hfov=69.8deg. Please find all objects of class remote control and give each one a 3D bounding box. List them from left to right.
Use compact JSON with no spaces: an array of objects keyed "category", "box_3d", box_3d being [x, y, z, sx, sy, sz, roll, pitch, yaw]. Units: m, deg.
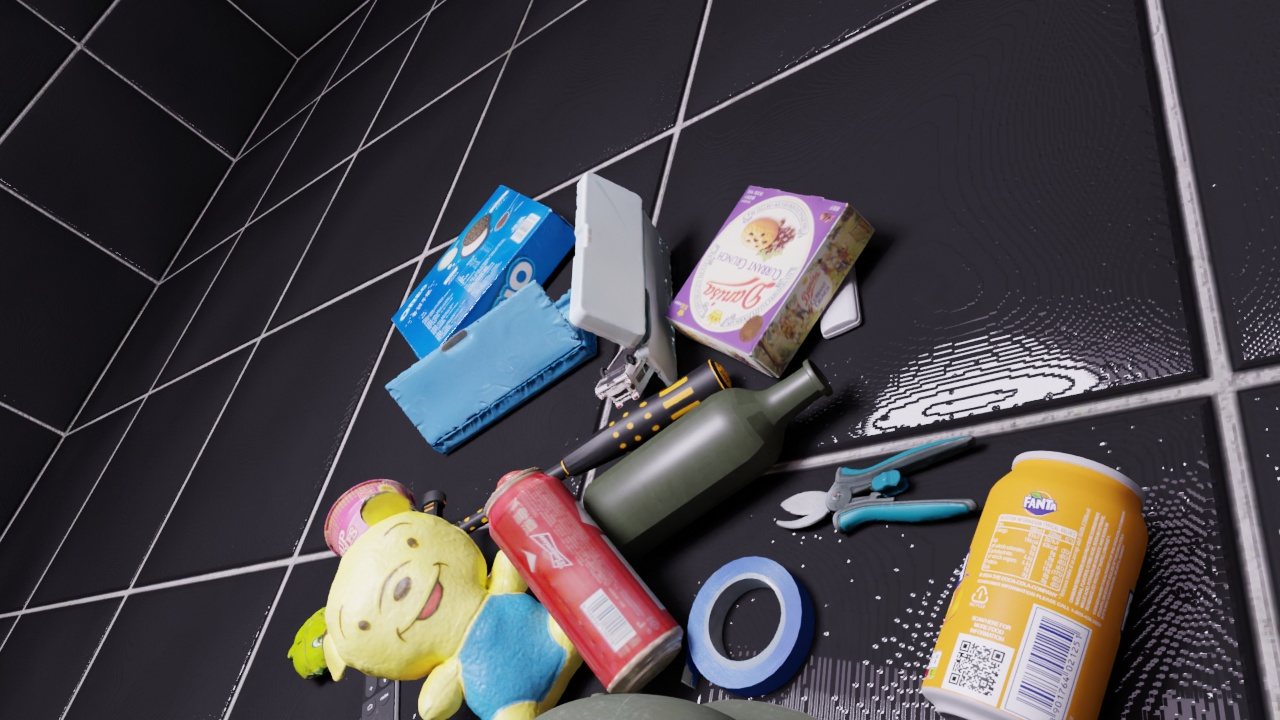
[{"category":"remote control","box_3d":[-0.245,0.306,0.865,0.045,0.008,0.146,-38,36,17]},{"category":"remote control","box_3d":[0.161,-0.074,0.763,0.033,0.012,0.130,-26,41,31]}]

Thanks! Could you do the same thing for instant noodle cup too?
[{"category":"instant noodle cup","box_3d":[-0.251,0.187,0.917,0.097,0.097,0.109,-52,42,-4]}]

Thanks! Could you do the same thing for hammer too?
[{"category":"hammer","box_3d":[-0.062,0.095,0.790,0.321,0.036,0.123,-31,40,11]}]

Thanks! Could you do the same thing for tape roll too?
[{"category":"tape roll","box_3d":[0.073,0.179,0.622,0.093,0.016,0.091,-15,48,40]}]

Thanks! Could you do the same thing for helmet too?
[{"category":"helmet","box_3d":[-0.014,0.279,0.506,0.269,0.154,0.226,-25,42,32]}]

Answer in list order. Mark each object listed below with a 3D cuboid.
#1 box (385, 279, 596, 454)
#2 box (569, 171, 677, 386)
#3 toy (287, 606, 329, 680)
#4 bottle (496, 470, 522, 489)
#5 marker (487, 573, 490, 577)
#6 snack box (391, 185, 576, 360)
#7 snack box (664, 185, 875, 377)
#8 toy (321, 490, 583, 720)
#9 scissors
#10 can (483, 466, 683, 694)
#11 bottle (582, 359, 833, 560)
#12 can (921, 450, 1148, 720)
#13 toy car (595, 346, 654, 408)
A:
[{"category":"box","box_3d":[-0.164,-0.003,0.980,0.232,0.102,0.094,-32,39,24]},{"category":"box","box_3d":[-0.008,-0.079,0.847,0.049,0.136,0.196,-30,39,29]},{"category":"toy","box_3d":[-0.336,0.293,0.958,0.094,0.036,0.093,-39,29,16]},{"category":"bottle","box_3d":[-0.105,0.149,0.826,0.044,0.044,0.109,-39,36,16]},{"category":"marker","box_3d":[-0.153,0.223,0.838,0.142,0.013,0.013,-53,35,-4]},{"category":"snack box","box_3d":[-0.200,-0.100,1.146,0.239,0.056,0.195,-52,32,-1]},{"category":"snack box","box_3d":[0.105,-0.072,0.783,0.148,0.040,0.143,-57,31,-2]},{"category":"toy","box_3d":[-0.147,0.207,0.713,0.214,0.084,0.148,24,61,11]},{"category":"scissors","box_3d":[0.160,0.086,0.611,0.153,0.019,0.128,-49,33,4]},{"category":"can","box_3d":[-0.043,0.157,0.665,0.067,0.067,0.170,-46,68,6]},{"category":"bottle","box_3d":[0.053,0.071,0.698,0.207,0.071,0.071,-37,37,18]},{"category":"can","box_3d":[0.205,0.125,0.472,0.079,0.079,0.142,4,62,50]},{"category":"toy car","box_3d":[-0.005,0.005,0.846,0.039,0.039,0.112,-29,13,27]}]
